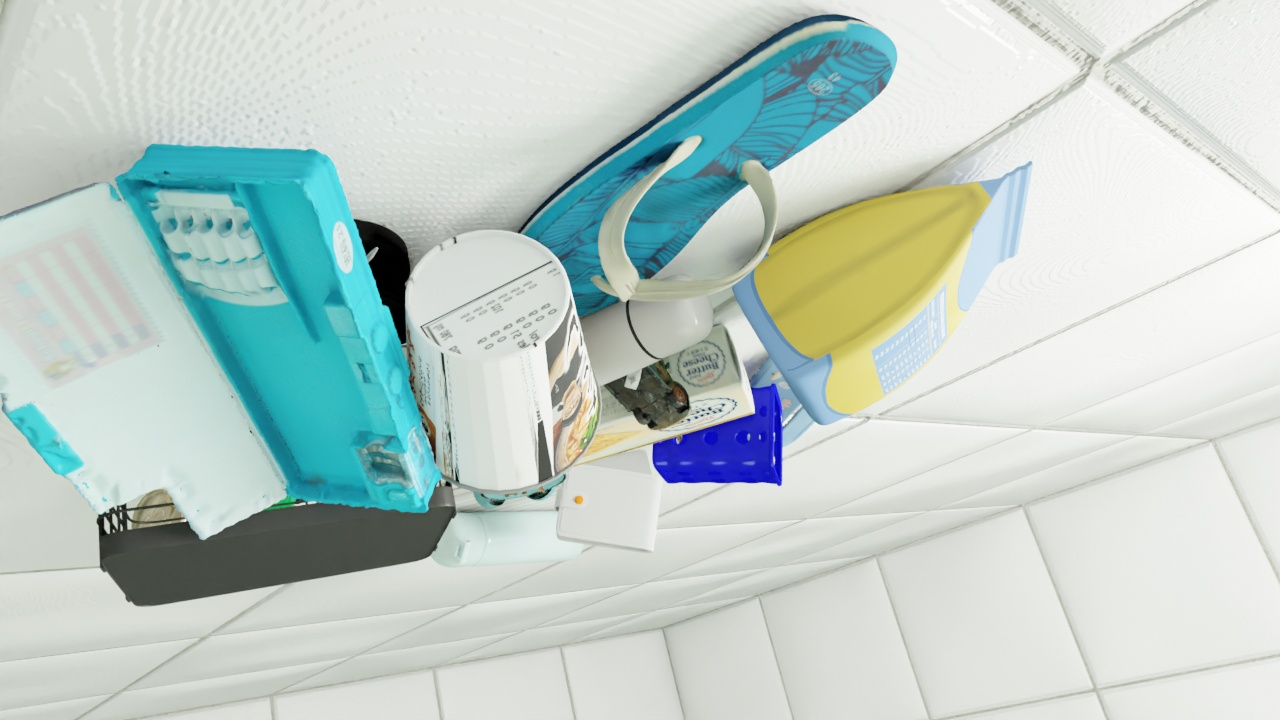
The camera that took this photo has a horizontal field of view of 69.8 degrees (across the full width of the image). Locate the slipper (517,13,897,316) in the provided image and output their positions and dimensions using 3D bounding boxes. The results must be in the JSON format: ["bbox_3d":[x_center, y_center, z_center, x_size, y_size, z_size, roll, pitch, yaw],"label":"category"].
[{"bbox_3d":[0.019,-0.081,0.521,0.118,0.060,0.296,10,149,-41],"label":"slipper"}]

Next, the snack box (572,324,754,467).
[{"bbox_3d":[-0.008,0.039,0.813,0.208,0.057,0.104,-17,159,8],"label":"snack box"}]

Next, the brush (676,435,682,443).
[{"bbox_3d":[0.067,0.087,1.043,0.048,0.017,0.127,-1,156,-33],"label":"brush"}]

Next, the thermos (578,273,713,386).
[{"bbox_3d":[-0.049,-0.001,0.673,0.225,0.052,0.052,-23,158,29],"label":"thermos"}]

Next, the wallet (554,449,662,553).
[{"bbox_3d":[-0.036,0.154,1.053,0.118,0.115,0.037,9,158,0],"label":"wallet"}]

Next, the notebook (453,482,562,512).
[{"bbox_3d":[-0.158,0.173,1.131,0.142,0.009,0.210,-15,160,3],"label":"notebook"}]

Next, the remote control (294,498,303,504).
[{"bbox_3d":[-0.271,0.113,0.885,0.150,0.022,0.047,-10,160,-7],"label":"remote control"}]

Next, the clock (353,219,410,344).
[{"bbox_3d":[-0.175,-0.034,0.533,0.091,0.042,0.121,-10,159,-11],"label":"clock"}]

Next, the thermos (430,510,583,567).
[{"bbox_3d":[-0.166,0.221,1.142,0.206,0.065,0.078,8,-167,-44],"label":"thermos"}]

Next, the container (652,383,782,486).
[{"bbox_3d":[0.075,0.073,0.880,0.114,0.085,0.084,-2,157,14],"label":"container"}]

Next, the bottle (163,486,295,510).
[{"bbox_3d":[-0.354,0.114,0.798,0.043,0.043,0.111,-23,158,21],"label":"bottle"}]

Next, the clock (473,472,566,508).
[{"bbox_3d":[-0.125,0.116,0.943,0.090,0.053,0.124,-5,157,-22],"label":"clock"}]

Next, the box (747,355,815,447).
[{"bbox_3d":[0.152,0.046,0.944,0.127,0.034,0.210,-4,150,-24],"label":"box"}]

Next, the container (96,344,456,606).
[{"bbox_3d":[-0.250,0.074,0.638,0.241,0.130,0.163,-5,158,-23],"label":"container"}]

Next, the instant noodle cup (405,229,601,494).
[{"bbox_3d":[-0.083,-0.004,0.532,0.123,0.123,0.122,-11,149,-10],"label":"instant noodle cup"}]

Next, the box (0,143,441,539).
[{"bbox_3d":[-0.210,0.005,0.464,0.182,0.071,0.227,-11,134,-5],"label":"box"}]

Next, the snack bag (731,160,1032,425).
[{"bbox_3d":[0.185,-0.053,0.664,0.205,0.102,0.159,-31,157,8],"label":"snack bag"}]

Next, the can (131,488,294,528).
[{"bbox_3d":[-0.384,0.157,0.856,0.067,0.067,0.170,-19,159,13],"label":"can"}]

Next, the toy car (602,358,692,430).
[{"bbox_3d":[-0.004,0.004,0.727,0.047,0.047,0.112,-28,116,32],"label":"toy car"}]
